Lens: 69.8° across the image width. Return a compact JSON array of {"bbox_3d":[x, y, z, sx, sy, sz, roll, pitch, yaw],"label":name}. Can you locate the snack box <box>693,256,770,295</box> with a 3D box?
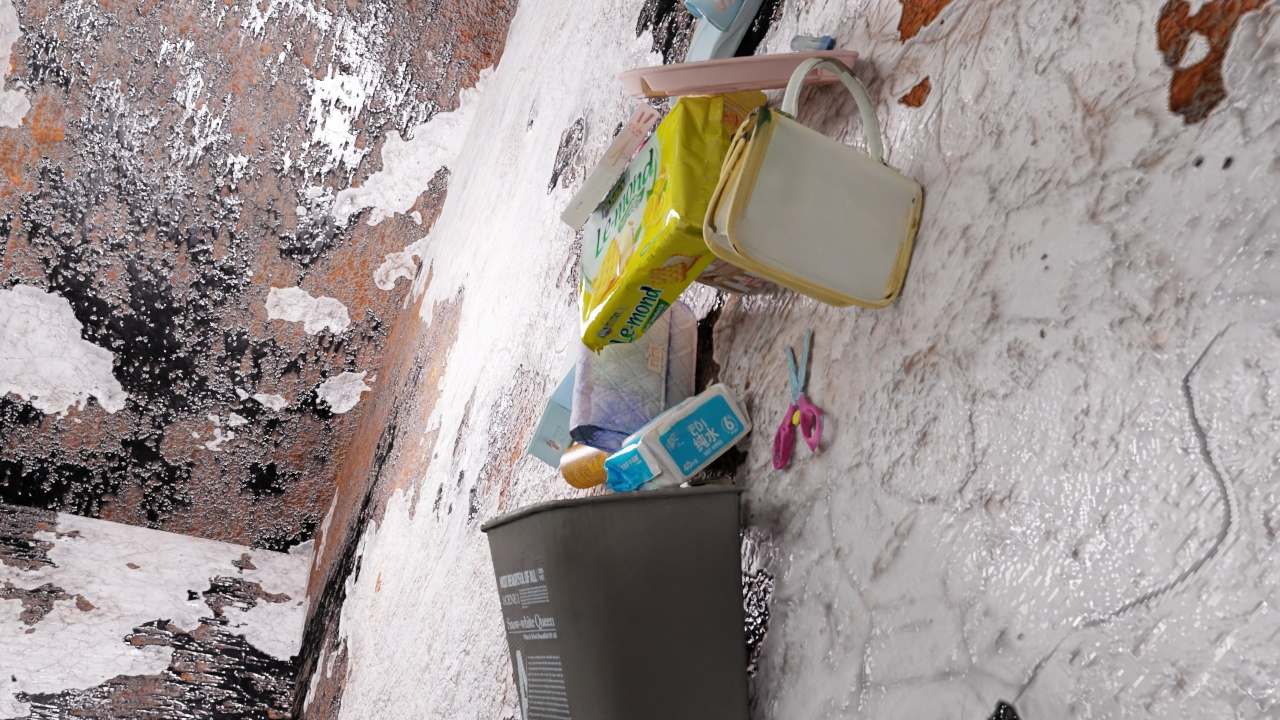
[{"bbox_3d":[0.089,-0.124,0.926,0.093,0.094,0.077,-22,55,61],"label":"snack box"}]

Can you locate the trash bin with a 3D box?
[{"bbox_3d":[-0.016,0.228,0.780,0.200,0.198,0.219,-30,63,58],"label":"trash bin"}]

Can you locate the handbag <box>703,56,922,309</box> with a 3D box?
[{"bbox_3d":[0.145,-0.143,0.731,0.063,0.163,0.178,13,85,68],"label":"handbag"}]

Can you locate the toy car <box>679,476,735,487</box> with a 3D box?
[{"bbox_3d":[0.060,0.134,0.895,0.091,0.035,0.042,-24,52,63],"label":"toy car"}]

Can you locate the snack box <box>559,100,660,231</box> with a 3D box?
[{"bbox_3d":[-0.031,-0.207,0.972,0.085,0.027,0.156,-47,12,40],"label":"snack box"}]

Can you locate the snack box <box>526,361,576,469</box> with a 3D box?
[{"bbox_3d":[-0.095,0.072,1.185,0.074,0.051,0.175,-57,-2,-32],"label":"snack box"}]

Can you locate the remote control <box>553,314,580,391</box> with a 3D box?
[{"bbox_3d":[-0.094,0.000,1.342,0.058,0.021,0.150,32,105,66],"label":"remote control"}]

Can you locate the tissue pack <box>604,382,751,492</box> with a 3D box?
[{"bbox_3d":[0.035,0.079,0.883,0.063,0.139,0.090,56,144,3],"label":"tissue pack"}]

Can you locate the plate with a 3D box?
[{"bbox_3d":[0.093,-0.273,0.884,0.229,0.229,0.028,-150,52,-66],"label":"plate"}]

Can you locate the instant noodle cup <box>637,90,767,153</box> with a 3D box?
[{"bbox_3d":[0.077,-0.257,1.039,0.116,0.116,0.123,-8,55,65],"label":"instant noodle cup"}]

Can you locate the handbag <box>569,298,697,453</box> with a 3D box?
[{"bbox_3d":[-0.006,0.006,1.002,0.076,0.134,0.193,-43,38,53],"label":"handbag"}]

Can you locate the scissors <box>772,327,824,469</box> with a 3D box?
[{"bbox_3d":[0.136,0.038,0.820,0.135,0.017,0.106,-93,24,-47],"label":"scissors"}]

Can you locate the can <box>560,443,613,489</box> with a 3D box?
[{"bbox_3d":[-0.044,0.117,1.106,0.146,0.058,0.058,-29,48,58],"label":"can"}]

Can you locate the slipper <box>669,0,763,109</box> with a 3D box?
[{"bbox_3d":[0.088,-0.430,1.164,0.246,0.074,0.104,-64,24,25],"label":"slipper"}]

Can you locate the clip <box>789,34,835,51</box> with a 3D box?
[{"bbox_3d":[0.180,-0.329,0.958,0.057,0.029,0.024,42,115,57],"label":"clip"}]

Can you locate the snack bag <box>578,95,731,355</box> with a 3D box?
[{"bbox_3d":[0.012,-0.121,0.888,0.247,0.068,0.157,-44,37,49],"label":"snack bag"}]
